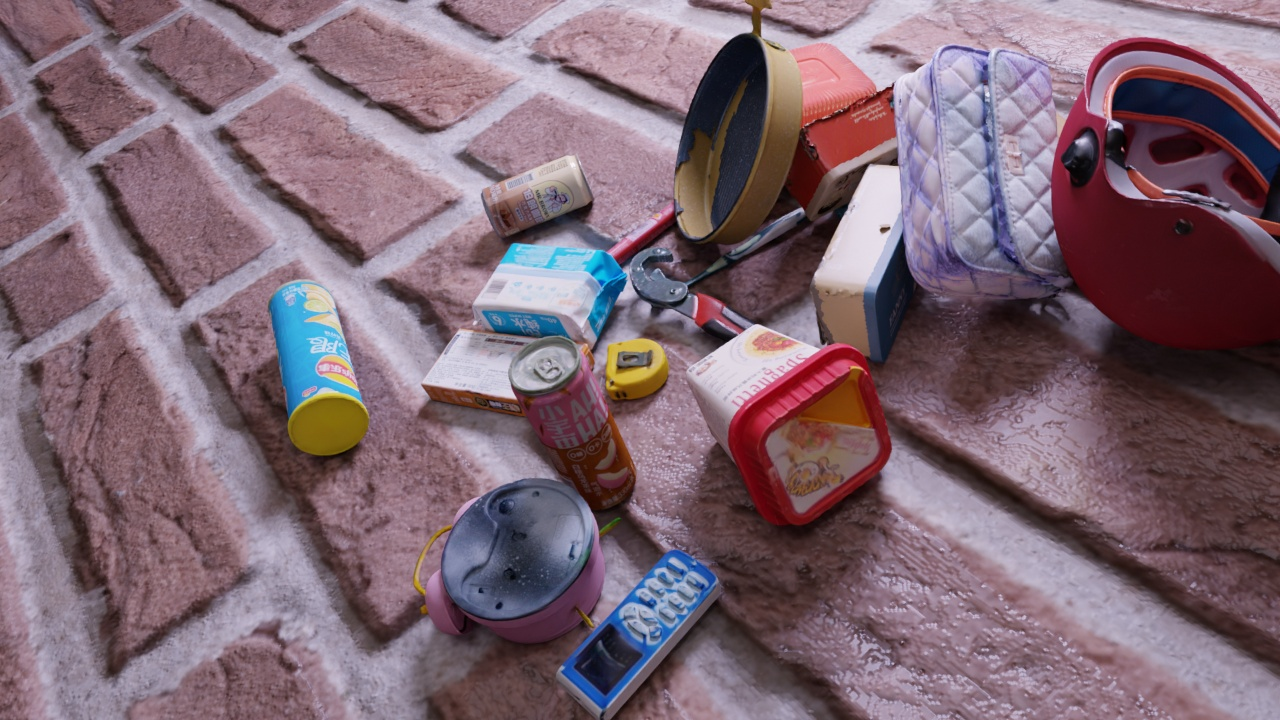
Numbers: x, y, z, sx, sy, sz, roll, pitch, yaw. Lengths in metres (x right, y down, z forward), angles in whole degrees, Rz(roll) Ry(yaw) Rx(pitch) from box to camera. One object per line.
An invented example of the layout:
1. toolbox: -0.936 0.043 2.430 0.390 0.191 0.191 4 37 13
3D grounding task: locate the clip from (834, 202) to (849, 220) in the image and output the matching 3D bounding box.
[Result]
1. clip: 0.200 -0.140 0.880 0.033 0.013 0.054 -30 44 -9

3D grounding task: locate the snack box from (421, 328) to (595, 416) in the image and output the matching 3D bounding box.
1. snack box: -0.124 0.011 0.855 0.154 0.026 0.075 7 51 28

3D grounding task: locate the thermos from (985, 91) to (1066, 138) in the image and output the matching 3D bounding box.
1. thermos: 0.350 -0.183 0.813 0.093 0.093 0.143 -34 53 -12

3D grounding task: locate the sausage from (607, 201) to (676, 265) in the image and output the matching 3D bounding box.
1. sausage: -0.002 -0.125 0.943 0.155 0.020 0.020 -39 46 -17

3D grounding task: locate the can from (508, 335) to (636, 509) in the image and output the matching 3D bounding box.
1. can: -0.049 0.051 0.697 0.058 0.147 0.057 -11 44 11

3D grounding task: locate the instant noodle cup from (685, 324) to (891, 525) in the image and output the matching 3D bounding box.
1. instant noodle cup: 0.103 0.039 0.682 0.116 0.117 0.124 -34 33 -11

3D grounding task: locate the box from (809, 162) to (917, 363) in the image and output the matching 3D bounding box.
1. box: 0.197 -0.081 0.771 0.060 0.090 0.183 9 54 28

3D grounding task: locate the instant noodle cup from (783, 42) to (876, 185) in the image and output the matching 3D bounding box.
1. instant noodle cup: 0.171 -0.264 0.956 0.188 0.079 0.164 -17 46 -10

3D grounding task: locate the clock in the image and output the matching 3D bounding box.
1. clock: -0.100 0.151 0.685 0.159 0.060 0.117 -1 49 19

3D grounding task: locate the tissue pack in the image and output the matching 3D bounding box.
1. tissue pack: -0.088 -0.061 0.883 0.140 0.063 0.089 7 54 30

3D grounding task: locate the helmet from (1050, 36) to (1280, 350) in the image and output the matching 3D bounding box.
1. helmet: 0.386 -0.106 0.659 0.206 0.144 0.239 -1 52 -17

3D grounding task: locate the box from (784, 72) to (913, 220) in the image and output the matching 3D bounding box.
1. box: 0.213 -0.209 0.857 0.168 0.091 0.076 -27 76 -12

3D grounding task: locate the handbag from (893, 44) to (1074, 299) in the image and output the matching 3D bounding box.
1. handbag: 0.277 -0.148 0.730 0.134 0.076 0.193 3 79 -25

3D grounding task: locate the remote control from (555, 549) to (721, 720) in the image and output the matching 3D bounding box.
1. remote control: 0.001 0.188 0.633 0.124 0.024 0.049 -42 47 -21

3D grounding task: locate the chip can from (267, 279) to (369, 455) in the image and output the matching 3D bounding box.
1. chip can: -0.325 0.001 0.913 0.071 0.071 0.210 -28 44 -6

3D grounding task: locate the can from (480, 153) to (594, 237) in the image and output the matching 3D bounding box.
1. can: -0.114 -0.182 1.016 0.116 0.058 0.058 -21 43 1

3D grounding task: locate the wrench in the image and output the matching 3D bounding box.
1. wrench: 0.083 -0.033 0.809 0.056 0.016 0.273 -42 52 -17

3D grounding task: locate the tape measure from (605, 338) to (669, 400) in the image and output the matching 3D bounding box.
1. tape measure: -0.005 0.005 0.811 0.057 0.029 0.059 -10 45 12

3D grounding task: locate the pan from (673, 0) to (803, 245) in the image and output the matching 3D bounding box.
1. pan: 0.094 -0.280 0.837 0.078 0.358 0.197 10 22 -21

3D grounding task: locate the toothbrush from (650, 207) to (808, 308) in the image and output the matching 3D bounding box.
1. toothbrush: 0.090 -0.104 0.886 0.191 0.018 0.016 -32 45 -8
